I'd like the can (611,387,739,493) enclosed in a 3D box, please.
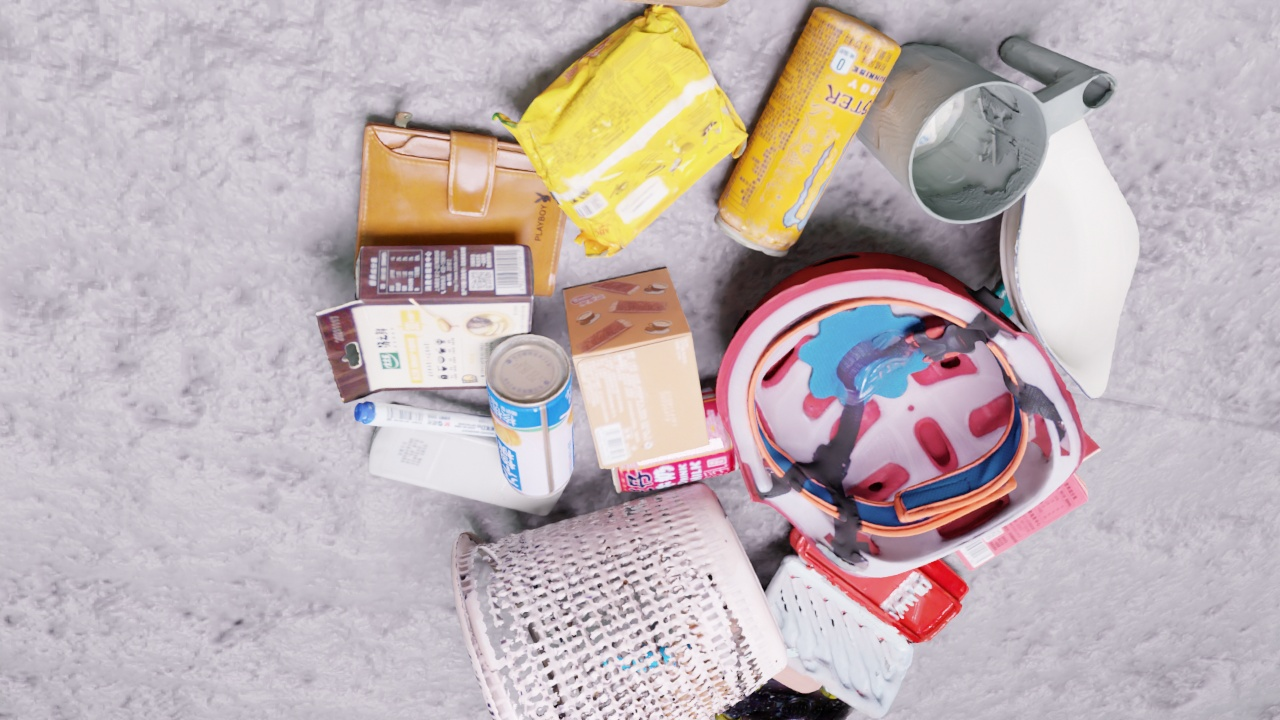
[{"bbox_3d":[0.021,0.060,0.685,0.094,0.066,0.067,-12,123,-2],"label":"can"}]

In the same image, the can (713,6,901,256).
[{"bbox_3d":[0.101,-0.141,0.574,0.058,0.058,0.146,16,118,-19],"label":"can"}]

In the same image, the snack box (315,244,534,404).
[{"bbox_3d":[-0.133,-0.021,0.590,0.125,0.053,0.113,0,149,-9],"label":"snack box"}]

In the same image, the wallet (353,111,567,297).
[{"bbox_3d":[-0.112,-0.100,0.584,0.130,0.035,0.119,4,125,-16],"label":"wallet"}]

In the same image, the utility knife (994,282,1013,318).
[{"bbox_3d":[0.254,-0.007,0.713,0.029,0.013,0.179,23,116,-21],"label":"utility knife"}]

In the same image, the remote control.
[{"bbox_3d":[-0.128,0.077,0.697,0.150,0.021,0.058,18,118,-20],"label":"remote control"}]

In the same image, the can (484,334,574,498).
[{"bbox_3d":[-0.072,0.042,0.615,0.053,0.053,0.135,-5,147,-6],"label":"can"}]

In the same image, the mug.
[{"bbox_3d":[0.202,-0.151,0.558,0.124,0.103,0.084,-27,122,7],"label":"mug"}]

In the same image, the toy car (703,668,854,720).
[{"bbox_3d":[0.135,0.325,0.888,0.158,0.042,0.070,15,119,-17],"label":"toy car"}]

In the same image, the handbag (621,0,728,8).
[{"bbox_3d":[-0.036,-0.233,0.439,0.204,0.147,0.100,2,124,-16],"label":"handbag"}]

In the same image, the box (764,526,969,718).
[{"bbox_3d":[0.191,0.213,0.801,0.201,0.050,0.160,39,84,-29],"label":"box"}]

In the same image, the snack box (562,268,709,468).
[{"bbox_3d":[-0.004,0.004,0.627,0.077,0.094,0.093,-13,123,-2],"label":"snack box"}]

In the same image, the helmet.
[{"bbox_3d":[0.163,0.017,0.640,0.207,0.143,0.240,-39,107,22],"label":"helmet"}]

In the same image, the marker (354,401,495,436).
[{"bbox_3d":[-0.131,0.044,0.650,0.145,0.017,0.017,10,122,-39],"label":"marker"}]

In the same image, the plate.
[{"bbox_3d":[0.285,-0.071,0.623,0.034,0.164,0.163,-2,145,47],"label":"plate"}]

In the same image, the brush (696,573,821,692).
[{"bbox_3d":[0.104,0.238,0.810,0.145,0.073,0.063,38,110,-26],"label":"brush"}]

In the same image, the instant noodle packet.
[{"bbox_3d":[-0.010,-0.137,0.554,0.128,0.044,0.111,-39,116,-4],"label":"instant noodle packet"}]

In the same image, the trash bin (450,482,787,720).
[{"bbox_3d":[-0.006,0.196,0.683,0.192,0.227,0.228,-24,123,-1],"label":"trash bin"}]

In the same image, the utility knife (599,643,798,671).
[{"bbox_3d":[0.048,0.252,0.784,0.209,0.018,0.034,-18,133,38],"label":"utility knife"}]

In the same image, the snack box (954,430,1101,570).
[{"bbox_3d":[0.279,0.083,0.715,0.127,0.113,0.044,-36,120,13],"label":"snack box"}]
